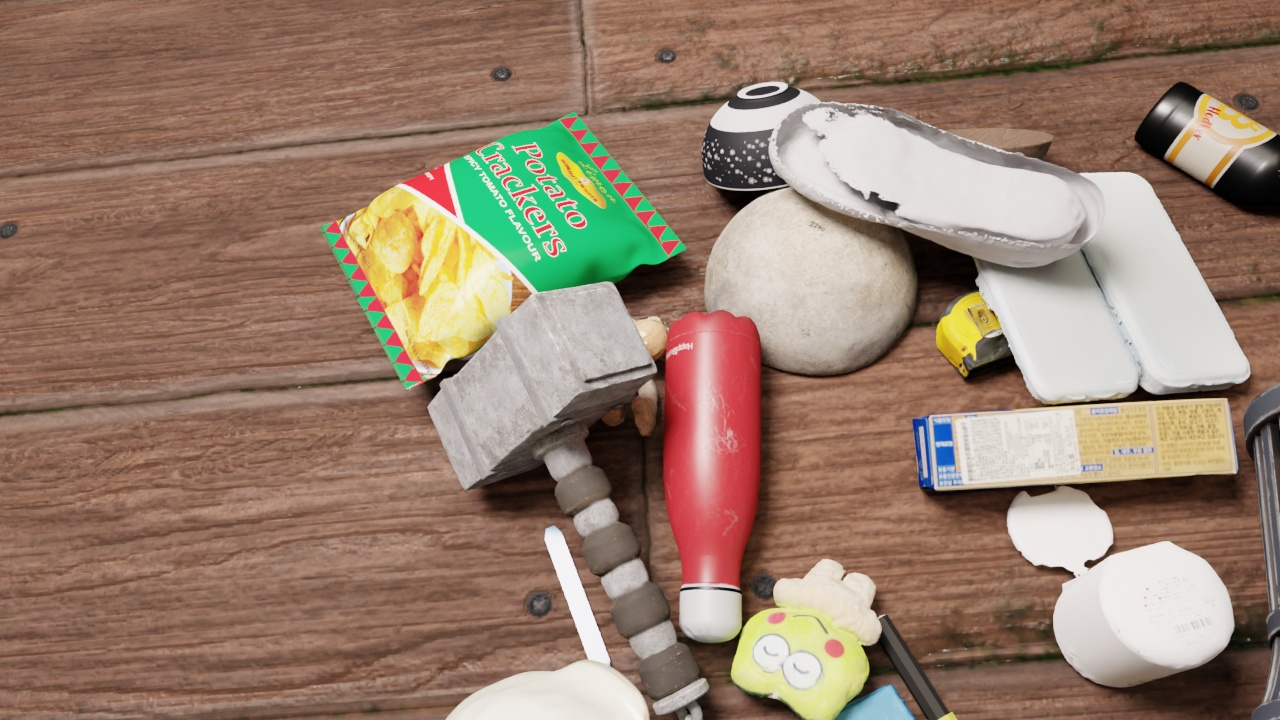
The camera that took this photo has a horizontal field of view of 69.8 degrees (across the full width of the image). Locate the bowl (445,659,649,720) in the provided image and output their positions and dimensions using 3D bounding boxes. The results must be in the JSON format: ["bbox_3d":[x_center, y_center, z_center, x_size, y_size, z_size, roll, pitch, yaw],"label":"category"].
[{"bbox_3d":[-0.081,0.286,0.563,0.188,0.060,0.219,26,80,33],"label":"bowl"}]

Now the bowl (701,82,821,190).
[{"bbox_3d":[0.109,-0.199,0.786,0.120,0.066,0.120,-10,29,5],"label":"bowl"}]

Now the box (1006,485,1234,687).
[{"bbox_3d":[0.310,0.134,0.606,0.080,0.106,0.150,-16,61,-6],"label":"box"}]

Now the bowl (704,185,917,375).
[{"bbox_3d":[0.142,-0.082,0.748,0.178,0.081,0.178,-2,64,3],"label":"bowl"}]

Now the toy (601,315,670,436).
[{"bbox_3d":[-0.004,0.004,0.730,0.085,0.074,0.105,48,51,-7],"label":"toy"}]

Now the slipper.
[{"bbox_3d":[0.218,-0.135,0.702,0.247,0.075,0.112,19,62,8],"label":"slipper"}]

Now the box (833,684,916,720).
[{"bbox_3d":[0.084,0.300,0.586,0.231,0.052,0.093,-25,47,-7],"label":"box"}]

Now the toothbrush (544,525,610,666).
[{"bbox_3d":[-0.038,0.193,0.661,0.016,0.014,0.166,-22,62,-6],"label":"toothbrush"}]

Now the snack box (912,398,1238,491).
[{"bbox_3d":[0.306,0.061,0.662,0.207,0.057,0.056,-4,85,5],"label":"snack box"}]

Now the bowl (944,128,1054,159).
[{"bbox_3d":[0.288,-0.176,0.783,0.118,0.030,0.117,-3,21,1],"label":"bowl"}]

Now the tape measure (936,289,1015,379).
[{"bbox_3d":[0.270,-0.025,0.728,0.065,0.037,0.064,-20,63,-5],"label":"tape measure"}]

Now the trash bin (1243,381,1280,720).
[{"bbox_3d":[0.464,0.128,0.566,0.164,0.164,0.226,10,61,10],"label":"trash bin"}]

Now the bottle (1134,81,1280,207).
[{"bbox_3d":[0.509,-0.160,0.761,0.059,0.059,0.181,-41,67,-15],"label":"bottle"}]

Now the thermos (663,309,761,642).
[{"bbox_3d":[0.052,0.083,0.675,0.073,0.073,0.239,0,69,6],"label":"thermos"}]

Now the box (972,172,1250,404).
[{"bbox_3d":[0.357,-0.064,0.724,0.188,0.037,0.208,-1,60,-14],"label":"box"}]

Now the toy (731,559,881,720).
[{"bbox_3d":[0.118,0.188,0.628,0.092,0.046,0.115,16,54,36],"label":"toy"}]

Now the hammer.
[{"bbox_3d":[-0.024,0.122,0.630,0.079,0.177,0.326,-14,72,-44],"label":"hammer"}]

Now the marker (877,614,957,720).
[{"bbox_3d":[0.195,0.228,0.616,0.021,0.017,0.123,-48,57,31],"label":"marker"}]

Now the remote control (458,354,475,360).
[{"bbox_3d":[-0.091,-0.018,0.774,0.131,0.012,0.033,-3,61,4],"label":"remote control"}]

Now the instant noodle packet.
[{"bbox_3d":[-0.120,-0.104,0.776,0.252,0.090,0.195,-28,60,-13],"label":"instant noodle packet"}]
